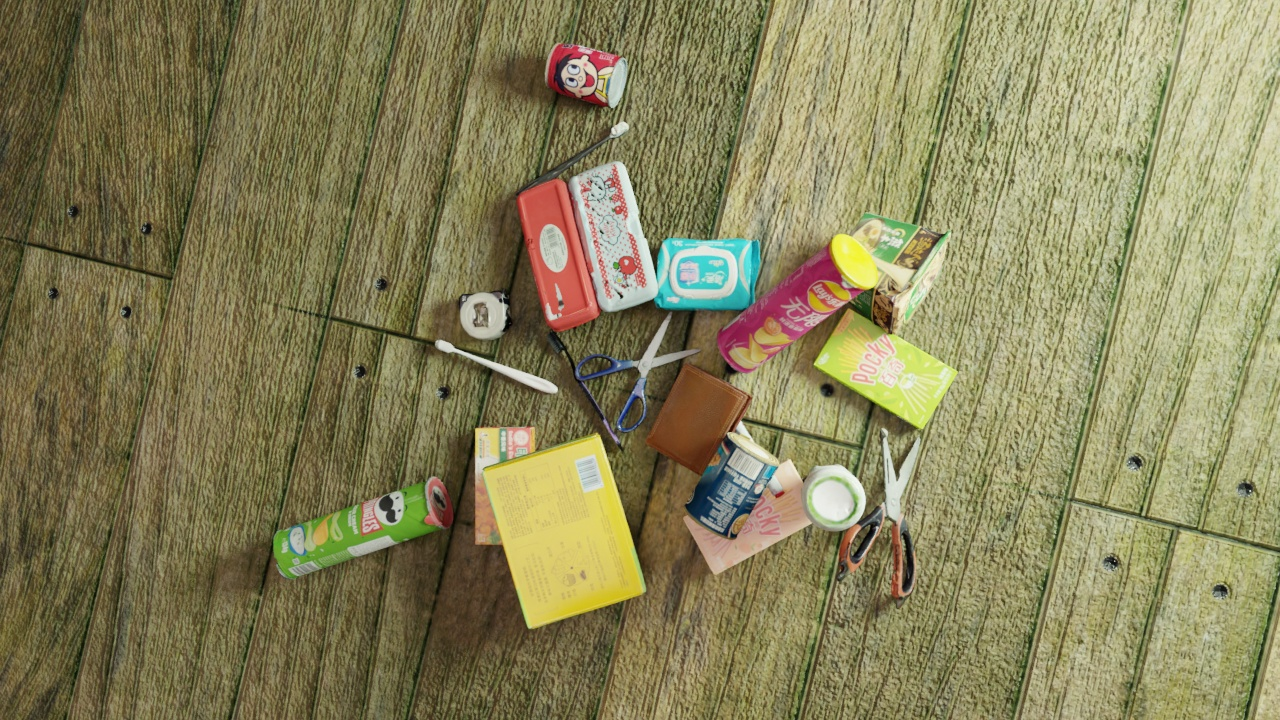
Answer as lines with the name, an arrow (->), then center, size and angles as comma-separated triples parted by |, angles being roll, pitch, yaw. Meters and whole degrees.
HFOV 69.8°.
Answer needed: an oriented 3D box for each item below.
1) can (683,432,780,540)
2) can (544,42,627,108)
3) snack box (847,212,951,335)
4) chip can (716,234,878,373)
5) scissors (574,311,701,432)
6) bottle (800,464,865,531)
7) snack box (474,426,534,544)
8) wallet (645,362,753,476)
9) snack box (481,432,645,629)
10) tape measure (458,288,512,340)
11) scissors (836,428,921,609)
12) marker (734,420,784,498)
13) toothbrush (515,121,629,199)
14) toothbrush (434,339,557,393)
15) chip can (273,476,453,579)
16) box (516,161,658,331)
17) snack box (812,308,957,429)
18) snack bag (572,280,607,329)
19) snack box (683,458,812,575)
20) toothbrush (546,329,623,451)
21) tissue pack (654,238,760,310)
can -> 0.112, 0.151, 1.117 | 0.075, 0.075, 0.111 | 31, 100, 9
can -> -0.072, -0.376, 1.207 | 0.094, 0.066, 0.066 | 18, 91, 10
snack box -> 0.296, -0.113, 1.112 | 0.105, 0.118, 0.117 | 33, 78, 21
chip can -> 0.182, -0.063, 1.096 | 0.211, 0.071, 0.071 | -40, 80, 43
scissors -> -0.005, 0.016, 1.203 | 0.162, 0.012, 0.174 | 7, 88, 3
bottle -> 0.222, 0.153, 1.071 | 0.068, 0.197, 0.068 | 0, 88, 10
snack box -> -0.180, 0.167, 1.222 | 0.077, 0.027, 0.155 | -1, 88, 7
wallet -> 0.072, 0.076, 1.172 | 0.101, 0.032, 0.124 | 29, 94, 29
snack box -> -0.097, 0.214, 1.168 | 0.157, 0.070, 0.210 | -17, 89, -2
tape measure -> -0.208, -0.060, 1.233 | 0.066, 0.033, 0.066 | -8, 86, 10
scissors -> 0.303, 0.194, 1.114 | 0.224, 0.015, 0.189 | -50, 118, -26
marker -> 0.139, 0.109, 1.160 | 0.017, 0.017, 0.145 | -33, 69, 6
toothbrush -> -0.093, -0.267, 1.232 | 0.181, 0.018, 0.015 | -32, 86, 8
toothbrush -> -0.194, 0.009, 1.239 | 0.180, 0.016, 0.016 | 21, 93, 7
chip can -> -0.373, 0.227, 1.230 | 0.236, 0.072, 0.072 | -20, 85, 8
box -> -0.071, -0.151, 1.193 | 0.158, 0.039, 0.201 | -20, 74, 16
snack box -> 0.305, 0.010, 1.150 | 0.156, 0.026, 0.086 | 32, 92, 9
snack bag -> -0.067, -0.090, 1.214 | 0.104, 0.026, 0.048 | -44, 81, 5
snack box -> 0.142, 0.199, 1.169 | 0.157, 0.026, 0.084 | -30, 83, 7
toothbrush -> -0.074, 0.041, 1.218 | 0.017, 0.014, 0.189 | -33, 83, 14
tissue pack -> 0.086, -0.110, 1.178 | 0.133, 0.050, 0.093 | 1, 87, 9
